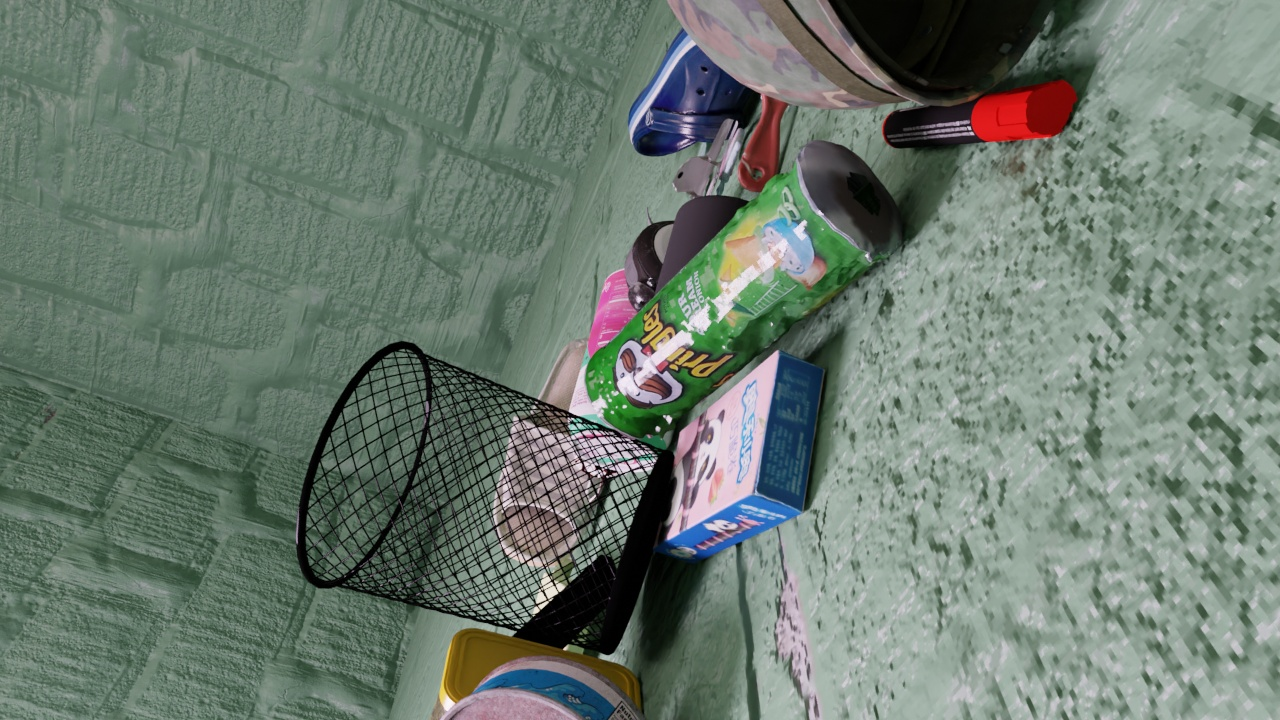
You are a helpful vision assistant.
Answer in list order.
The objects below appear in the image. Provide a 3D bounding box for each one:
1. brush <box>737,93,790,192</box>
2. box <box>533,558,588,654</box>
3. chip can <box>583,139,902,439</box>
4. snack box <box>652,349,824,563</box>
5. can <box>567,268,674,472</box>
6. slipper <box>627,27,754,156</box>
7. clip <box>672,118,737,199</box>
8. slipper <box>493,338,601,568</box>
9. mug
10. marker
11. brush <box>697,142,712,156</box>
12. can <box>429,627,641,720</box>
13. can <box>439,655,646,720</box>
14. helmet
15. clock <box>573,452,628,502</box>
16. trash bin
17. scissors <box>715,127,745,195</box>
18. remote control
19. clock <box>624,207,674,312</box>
[{"bbox_3d":[0.111,-0.213,0.754,0.030,0.041,0.172,80,-155,-78],"label":"brush"},{"bbox_3d":[-0.086,0.274,0.797,0.140,0.048,0.188,-161,85,-81],"label":"box"},{"bbox_3d":[0.052,-0.032,0.535,0.224,0.075,0.075,-42,28,45],"label":"chip can"},{"bbox_3d":[0.055,0.063,0.549,0.154,0.033,0.087,131,156,-61],"label":"snack box"},{"bbox_3d":[-0.005,0.005,0.783,0.088,0.088,0.165,130,157,-60],"label":"can"},{"bbox_3d":[0.066,-0.251,0.891,0.253,0.105,0.095,151,112,-65],"label":"slipper"},{"bbox_3d":[0.058,-0.156,0.793,0.054,0.041,0.102,-38,-26,-55],"label":"clip"},{"bbox_3d":[-0.078,0.084,0.965,0.054,0.114,0.271,89,-167,-55],"label":"slipper"},{"bbox_3d":[0.066,-0.060,0.630,0.114,0.078,0.087,-10,56,45],"label":"mug"},{"bbox_3d":[0.151,-0.113,0.431,0.023,0.021,0.145,-44,14,2],"label":"marker"},{"bbox_3d":[0.058,-0.168,0.955,0.033,0.012,0.217,121,166,-48],"label":"brush"},{"bbox_3d":[-0.077,0.251,0.609,0.072,0.130,0.101,-97,26,-66],"label":"can"},{"bbox_3d":[-0.054,0.235,0.510,0.130,0.130,0.044,-67,-16,15],"label":"can"},{"bbox_3d":[0.096,-0.215,0.369,0.236,0.192,0.224,19,131,54],"label":"helmet"},{"bbox_3d":[-0.032,0.060,0.876,0.115,0.065,0.154,150,140,-72],"label":"clock"},{"bbox_3d":[-0.097,0.104,0.648,0.184,0.210,0.184,18,-91,-81],"label":"trash bin"},{"bbox_3d":[0.073,-0.160,0.825,0.171,0.014,0.167,106,-175,-66],"label":"scissors"},{"bbox_3d":[-0.067,0.203,0.694,0.149,0.013,0.034,-36,-60,-43],"label":"remote control"},{"bbox_3d":[0.034,-0.066,0.714,0.044,0.091,0.122,122,160,-46],"label":"clock"}]
